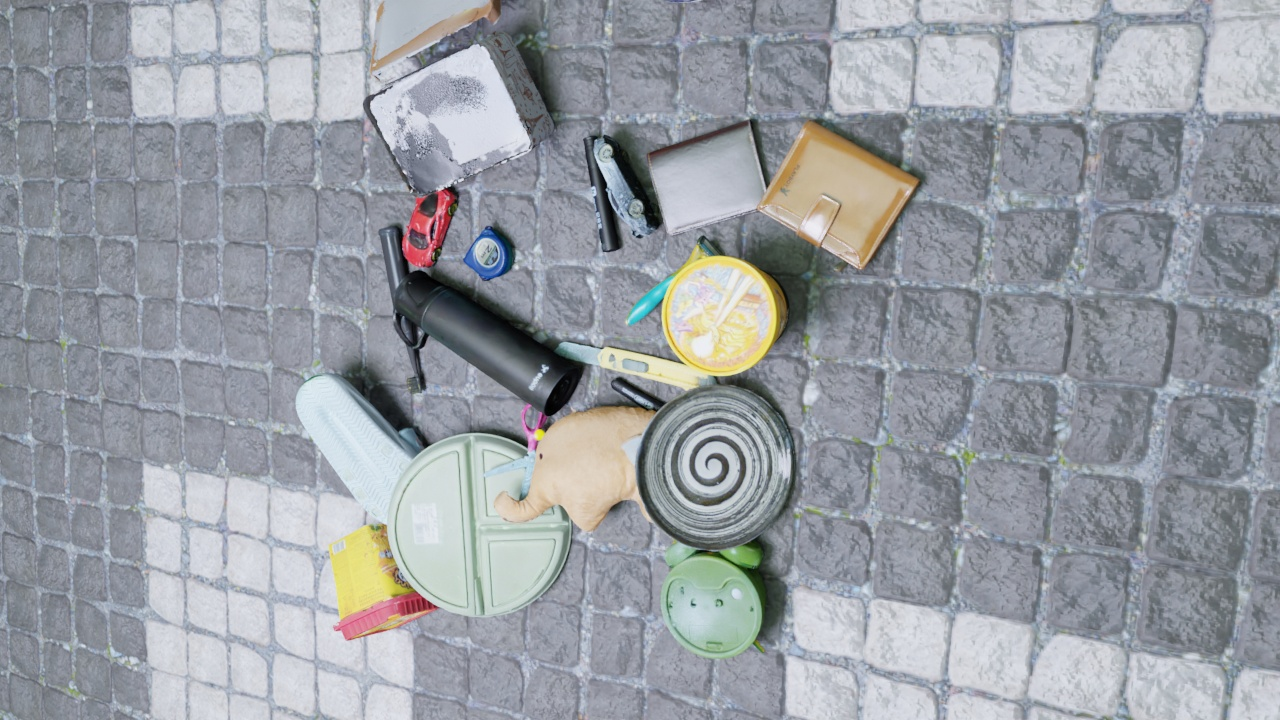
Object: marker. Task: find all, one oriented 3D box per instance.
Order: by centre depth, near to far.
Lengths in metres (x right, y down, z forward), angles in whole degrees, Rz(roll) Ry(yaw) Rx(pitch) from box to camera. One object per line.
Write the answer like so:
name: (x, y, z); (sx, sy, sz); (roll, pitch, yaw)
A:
marker: (-0.044, -0.189, 1.044); (0.022, 0.020, 0.132); (-10, 91, -6)
marker: (0.018, 0.054, 1.049); (0.124, 0.015, 0.018); (31, 103, 18)

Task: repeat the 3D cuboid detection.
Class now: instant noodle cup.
instant noodle cup: (0.096, -0.049, 0.950); (0.119, 0.114, 0.118); (3, 98, 22)
instant noodle cup: (-0.334, 0.279, 1.177); (0.116, 0.116, 0.123); (-29, 73, 23)

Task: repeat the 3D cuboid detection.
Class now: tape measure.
tape measure: (-0.180, -0.126, 1.104); (0.054, 0.025, 0.058); (43, 114, 11)

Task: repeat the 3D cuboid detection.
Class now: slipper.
slipper: (-0.335, 0.115, 1.167); (0.104, 0.074, 0.245); (-38, 98, 15)

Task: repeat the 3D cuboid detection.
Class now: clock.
clock: (0.084, 0.250, 1.023); (0.116, 0.056, 0.161); (-5, 95, 22)

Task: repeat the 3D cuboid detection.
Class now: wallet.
wallet: (0.198, -0.163, 0.940); (0.131, 0.035, 0.119); (33, 101, 14)
wallet: (0.073, -0.196, 0.995); (0.122, 0.020, 0.096); (-13, 96, 22)

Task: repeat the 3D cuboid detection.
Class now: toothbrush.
toothbrush: (-0.301, -0.062, 1.161); (0.026, 0.027, 0.212); (-3, 96, 61)

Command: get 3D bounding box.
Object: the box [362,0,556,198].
box: (-0.220, -0.335, 1.051); (0.180, 0.132, 0.271); (-17, 85, 23)

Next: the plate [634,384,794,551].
plate: (0.080, 0.114, 0.987); (0.179, 0.024, 0.179); (0, 92, -12)

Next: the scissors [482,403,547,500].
scissors: (-0.118, 0.116, 1.087); (0.131, 0.017, 0.133); (14, 80, -3)

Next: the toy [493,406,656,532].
toy: (-0.060, 0.124, 1.045); (0.226, 0.082, 0.143); (-10, 79, 17)

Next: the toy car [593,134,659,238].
toy car: (-0.018, -0.192, 1.014); (0.037, 0.054, 0.120); (-27, 85, 21)

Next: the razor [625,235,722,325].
razor: (0.033, -0.083, 1.019); (0.133, 0.028, 0.043); (-40, 112, 19)

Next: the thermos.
thermos: (-0.192, -0.015, 1.100); (0.242, 0.068, 0.090); (31, 99, 18)

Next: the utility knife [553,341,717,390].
utility knife: (-0.006, 0.006, 1.057); (0.208, 0.021, 0.031); (14, 95, 25)

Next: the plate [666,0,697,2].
plate: (0.057, -0.475, 0.954); (0.205, 0.045, 0.205); (3, 98, 22)

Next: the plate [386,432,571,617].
plate: (-0.198, 0.203, 1.113); (0.230, 0.027, 0.230); (0, 94, 3)

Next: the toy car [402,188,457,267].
toy car: (-0.264, -0.166, 1.132); (0.049, 0.031, 0.106); (29, 108, 18)
